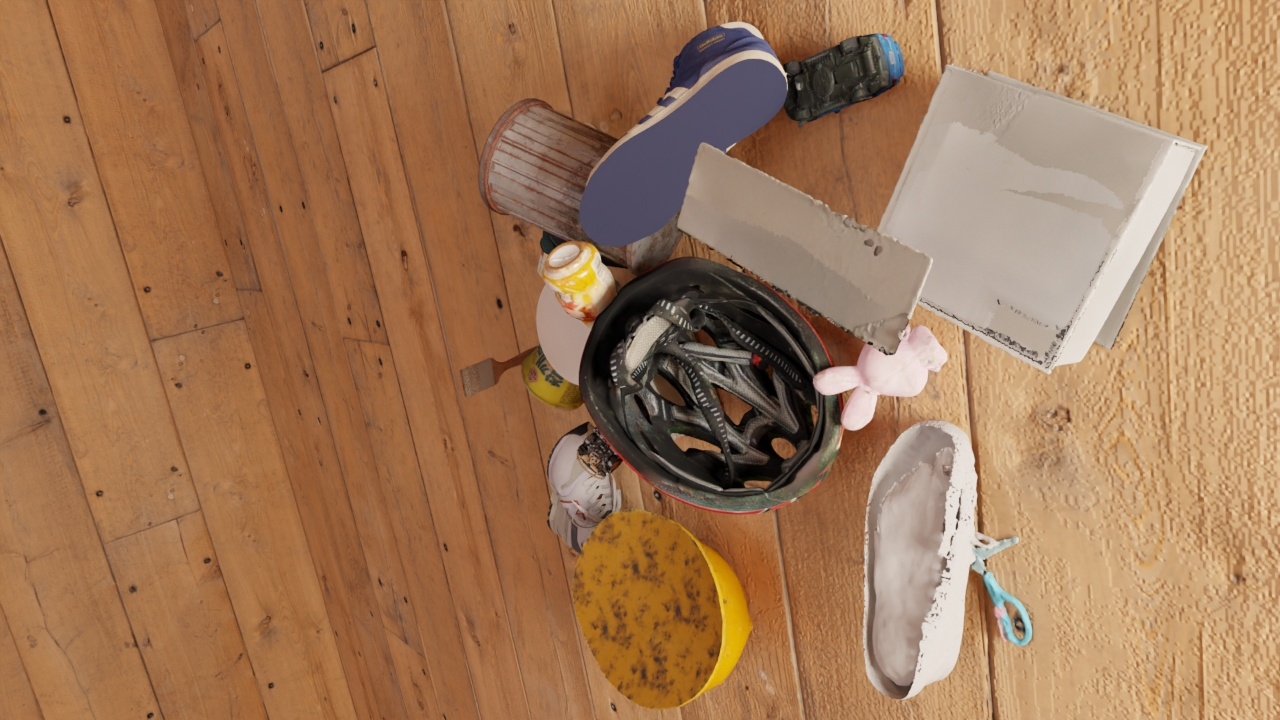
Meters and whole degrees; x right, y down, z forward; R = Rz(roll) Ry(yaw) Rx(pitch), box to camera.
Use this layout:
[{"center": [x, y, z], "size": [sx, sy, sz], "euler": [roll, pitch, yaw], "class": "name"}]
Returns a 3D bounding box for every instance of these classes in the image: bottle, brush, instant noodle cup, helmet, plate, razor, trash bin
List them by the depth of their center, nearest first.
[{"center": [0.072, 0.029, 0.890], "size": [0.272, 0.217, 0.167], "euler": [41, -178, 19], "class": "helmet"}, {"center": [-0.054, -0.069, 0.939], "size": [0.063, 0.063, 0.108], "euler": [26, 156, 45], "class": "bottle"}, {"center": [-0.063, -0.186, 0.974], "size": [0.211, 0.130, 0.131], "euler": [28, 130, 21], "class": "trash bin"}, {"center": [-0.064, -0.038, 1.025], "size": [0.135, 0.011, 0.134], "euler": [9, 105, 37], "class": "plate"}, {"center": [-0.047, -0.132, 1.068], "size": [0.143, 0.047, 0.052], "euler": [14, 154, 22], "class": "razor"}, {"center": [0.045, 0.300, 1.107], "size": [0.255, 0.131, 0.205], "euler": [35, 101, 47], "class": "helmet"}, {"center": [-0.090, -0.006, 1.182], "size": [0.102, 0.102, 0.108], "euler": [53, 133, 23], "class": "instant noodle cup"}, {"center": [-0.181, 0.004, 1.257], "size": [0.008, 0.142, 0.045], "euler": [35, 141, 41], "class": "brush"}]

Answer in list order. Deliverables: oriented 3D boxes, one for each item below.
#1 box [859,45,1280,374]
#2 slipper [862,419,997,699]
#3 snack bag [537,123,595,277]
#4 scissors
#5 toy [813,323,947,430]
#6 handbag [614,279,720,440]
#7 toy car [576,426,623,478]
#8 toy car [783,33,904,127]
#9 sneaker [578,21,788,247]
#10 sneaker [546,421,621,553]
[{"center": [0.379, -0.143, 0.730], "size": [0.169, 0.402, 0.172], "euler": [38, 134, 38], "class": "box"}, {"center": [0.252, 0.174, 0.804], "size": [0.112, 0.074, 0.247], "euler": [11, 100, 43], "class": "slipper"}, {"center": [-0.078, -0.176, 1.123], "size": [0.077, 0.041, 0.226], "euler": [47, 137, 28], "class": "snack bag"}, {"center": [0.296, 0.194, 0.828], "size": [0.136, 0.015, 0.135], "euler": [-31, 74, 51], "class": "scissors"}, {"center": [0.210, 0.011, 0.800], "size": [0.110, 0.047, 0.063], "euler": [-33, 91, 13], "class": "toy"}, {"center": [-0.006, 0.006, 1.066], "size": [0.142, 0.096, 0.198], "euler": [-25, 87, 54], "class": "handbag"}, {"center": [-0.019, 0.078, 1.001], "size": [0.047, 0.047, 0.112], "euler": [44, 98, 15], "class": "toy car"}, {"center": [0.166, -0.233, 0.763], "size": [0.120, 0.043, 0.056], "euler": [-3, 104, 57], "class": "toy car"}, {"center": [0.030, -0.218, 0.847], "size": [0.234, 0.091, 0.118], "euler": [-40, 32, 31], "class": "sneaker"}, {"center": [-0.060, 0.195, 1.250], "size": [0.124, 0.088, 0.240], "euler": [43, 146, 26], "class": "sneaker"}]
